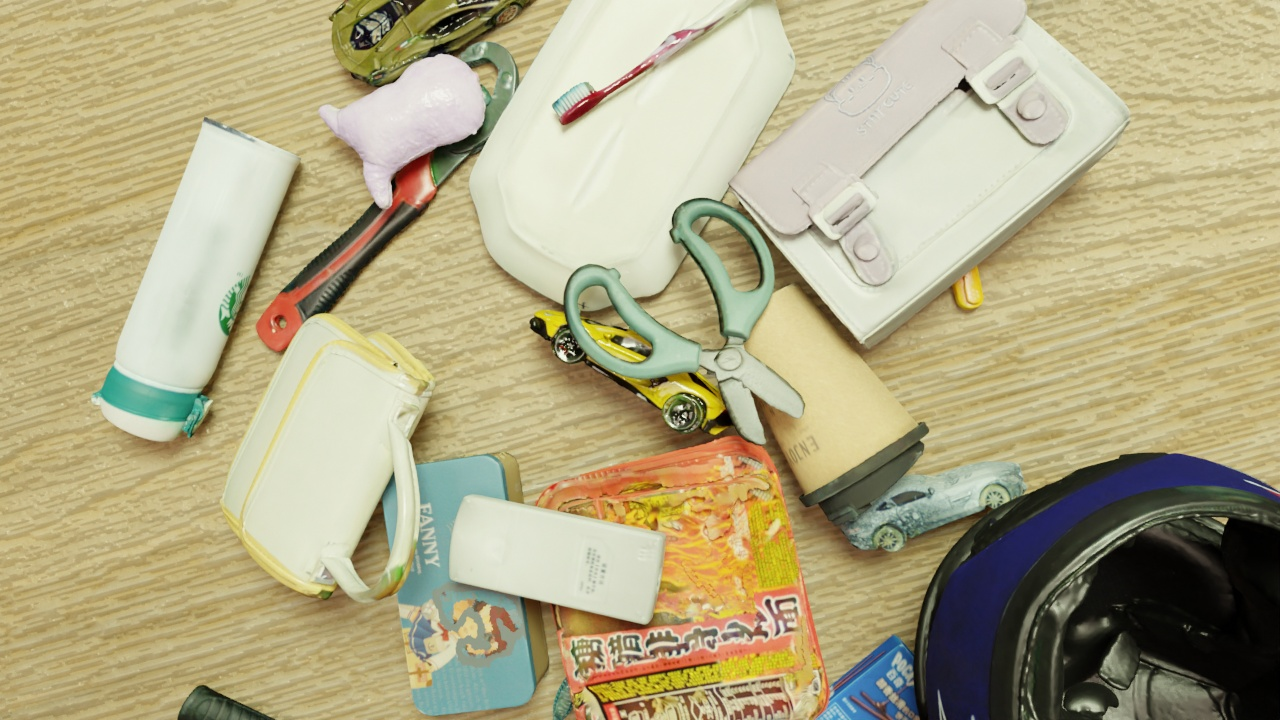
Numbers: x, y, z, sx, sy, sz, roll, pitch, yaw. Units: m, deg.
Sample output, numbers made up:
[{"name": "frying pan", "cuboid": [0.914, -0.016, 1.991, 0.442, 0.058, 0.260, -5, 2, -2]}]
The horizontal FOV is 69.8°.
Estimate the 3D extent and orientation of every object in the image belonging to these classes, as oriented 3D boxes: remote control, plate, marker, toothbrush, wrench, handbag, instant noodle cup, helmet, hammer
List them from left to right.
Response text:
[{"name": "handbag", "cuboid": [-0.193, 0.069, 0.592, 0.179, 0.063, 0.163, 30, 95, 41]}, {"name": "hammer", "cuboid": [-0.191, 0.309, 0.655, 0.301, 0.033, 0.129, 23, 92, 5]}, {"name": "wrench", "cuboid": [-0.179, -0.112, 0.655, 0.056, 0.016, 0.273, 42, 95, 8]}, {"name": "toothbrush", "cuboid": [-0.080, 0.300, 0.617, 0.016, 0.018, 0.191, 22, 92, 5]}, {"name": "remote control", "cuboid": [-0.053, 0.122, 0.572, 0.135, 0.019, 0.056, 9, 89, 13]}, {"name": "plate", "cuboid": [-0.007, -0.163, 0.617, 0.162, 0.034, 0.265, 32, 91, 2]}, {"name": "toothbrush", "cuboid": [0.024, -0.209, 0.591, 0.187, 0.016, 0.017, -34, 79, 2]}, {"name": "instant noodle cup", "cuboid": [0.025, 0.152, 0.604, 0.164, 0.079, 0.189, -13, 89, 7]}, {"name": "handbag", "cuboid": [0.171, -0.124, 0.571, 0.197, 0.098, 0.145, -42, 72, 11]}, {"name": "marker", "cuboid": [0.209, -0.095, 0.613, 0.018, 0.015, 0.124, -12, 87, 0]}, {"name": "helmet", "cuboid": [0.263, 0.183, 0.493, 0.247, 0.240, 0.315, -30, 97, 1]}]

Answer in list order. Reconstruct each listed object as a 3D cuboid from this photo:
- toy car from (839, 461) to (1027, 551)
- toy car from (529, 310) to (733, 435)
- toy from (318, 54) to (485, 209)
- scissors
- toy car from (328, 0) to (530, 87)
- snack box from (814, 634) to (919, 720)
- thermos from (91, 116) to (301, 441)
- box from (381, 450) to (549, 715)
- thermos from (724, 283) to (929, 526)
[{"name": "toy car", "cuboid": [0.188, 0.091, 0.598, 0.121, 0.054, 0.037, -20, 90, 6]}, {"name": "toy car", "cuboid": [-0.004, 0.004, 0.609, 0.156, 0.071, 0.041, 29, 95, 6]}, {"name": "toy", "cuboid": [-0.155, -0.163, 0.625, 0.108, 0.039, 0.084, -30, 89, 0]}, {"name": "scissors", "cuboid": [0.047, -0.033, 0.567, 0.177, 0.019, 0.169, 33, 74, 18]}, {"name": "toy car", "cuboid": [-0.142, -0.250, 0.638, 0.158, 0.042, 0.070, -32, 88, 3]}, {"name": "snack box", "cuboid": [0.142, 0.268, 0.619, 0.157, 0.026, 0.084, -41, 87, 5]}, {"name": "thermos", "cuboid": [-0.311, -0.052, 0.646, 0.073, 0.073, 0.224, 24, 94, 5]}, {"name": "box", "cuboid": [-0.119, 0.143, 0.630, 0.090, 0.062, 0.184, -11, 91, 6]}, {"name": "thermos", "cuboid": [0.116, 0.026, 0.591, 0.093, 0.093, 0.143, -34, 80, 6]}]
